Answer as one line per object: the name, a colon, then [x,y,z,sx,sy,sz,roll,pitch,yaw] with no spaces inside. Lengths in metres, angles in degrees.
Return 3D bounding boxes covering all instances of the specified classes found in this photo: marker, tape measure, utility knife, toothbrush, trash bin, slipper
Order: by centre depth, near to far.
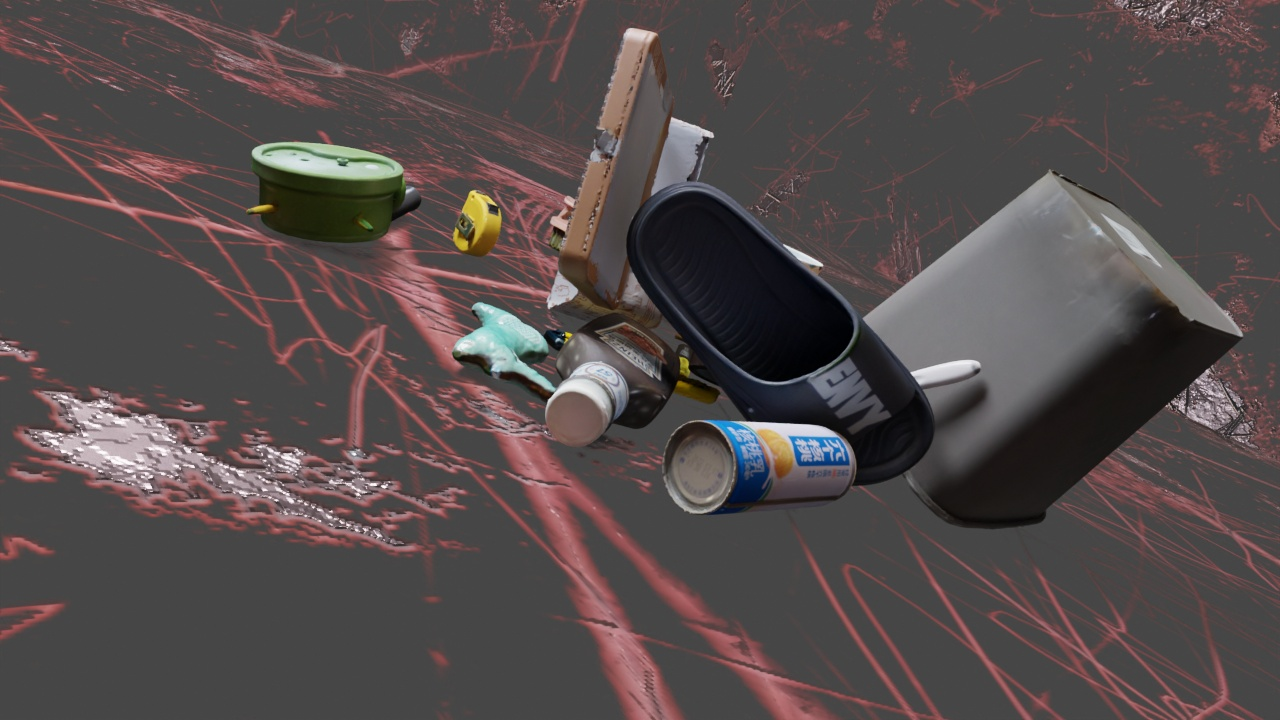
slipper: [0.096,-0.009,0.621,0.268,0.111,0.083,45,6,-9]
toothbrush: [0.163,0.025,0.690,0.180,0.016,0.016,-15,-12,27]
trash bin: [0.306,-0.010,0.722,0.198,0.220,0.198,7,45,-41]
utility knife: [-0.004,0.004,0.730,0.154,0.015,0.033,20,17,-14]
marker: [0.037,0.000,0.812,0.018,0.015,0.124,26,13,1]
toothbrush: [-0.246,-0.138,0.866,0.027,0.026,0.212,4,18,0]
tape measure: [-0.163,-0.132,0.902,0.028,0.060,0.057,12,23,-40]

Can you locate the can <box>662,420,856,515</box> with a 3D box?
can: [0.076,0.064,0.557,0.134,0.053,0.053,6,22,-47]

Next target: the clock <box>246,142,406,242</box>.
clock: [-0.257,-0.144,0.763,0.116,0.056,0.161,8,22,-10]

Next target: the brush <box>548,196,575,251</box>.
brush: [-0.056,-0.148,1.093,0.063,0.073,0.146,7,19,-43]

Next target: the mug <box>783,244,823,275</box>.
mug: [0.122,-0.054,0.915,0.078,0.123,0.078,20,15,-6]

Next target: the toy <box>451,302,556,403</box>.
toy: [-0.089,-0.004,0.615,0.096,0.030,0.091,32,20,6]

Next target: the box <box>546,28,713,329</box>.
box: [-0.010,-0.123,0.731,0.106,0.177,0.272,16,-6,-2]

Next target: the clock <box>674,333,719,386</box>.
clock: [0.092,-0.003,0.714,0.122,0.055,0.082,17,-10,23]

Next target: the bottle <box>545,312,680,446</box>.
bottle: [-0.020,0.013,0.609,0.080,0.044,0.194,37,16,2]
